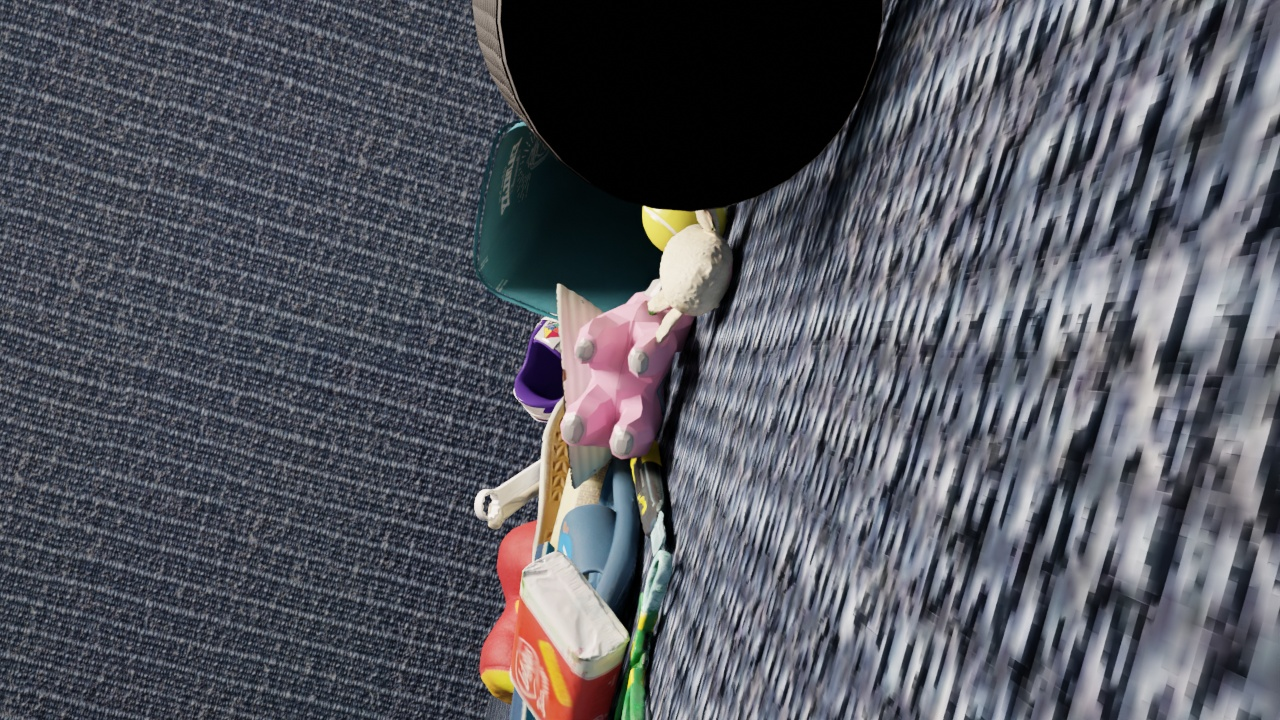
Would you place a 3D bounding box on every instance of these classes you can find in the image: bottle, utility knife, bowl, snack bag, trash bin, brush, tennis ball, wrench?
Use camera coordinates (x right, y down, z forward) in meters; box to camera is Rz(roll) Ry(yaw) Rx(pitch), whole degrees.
[{"bbox_3d":[-0.045,0.124,0.863,0.057,0.056,0.161,119,166,-68],"label":"bottle"},{"bbox_3d":[0.007,0.091,0.636,0.203,0.020,0.029,-108,32,-79],"label":"utility knife"},{"bbox_3d":[-0.031,0.020,0.793,0.177,0.071,0.177,173,93,-87],"label":"bowl"},{"bbox_3d":[-0.047,0.184,0.569,0.077,0.036,0.116,44,139,34],"label":"snack bag"},{"bbox_3d":[-0.023,-0.169,0.875,0.218,0.199,0.197,-70,0,-48],"label":"trash bin"},{"bbox_3d":[-0.096,0.125,1.017,0.271,0.077,0.062,-34,-56,-66],"label":"brush"},{"bbox_3d":[0.034,-0.111,0.700,0.065,0.065,0.065,-166,92,-85],"label":"tennis ball"},{"bbox_3d":[-0.089,0.104,0.970,0.272,0.009,0.047,-30,-66,-58],"label":"wrench"},{"bbox_3d":[0.011,-0.188,0.493,0.243,0.217,0.217,-103,29,-66],"label":"trash bin"}]

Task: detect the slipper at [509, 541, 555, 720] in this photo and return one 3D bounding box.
[{"bbox_3d":[-0.072,0.270,0.702,0.294,0.060,0.118,-88,11,-50],"label":"slipper"}]

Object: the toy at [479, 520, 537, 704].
[{"bbox_3d":[-0.124,0.278,1.051,0.148,0.098,0.215,127,155,-55],"label":"toy"}]

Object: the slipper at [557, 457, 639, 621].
[{"bbox_3d":[-0.037,0.150,0.702,0.213,0.059,0.104,-81,7,-64],"label":"slipper"}]

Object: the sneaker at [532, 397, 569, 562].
[{"bbox_3d":[-0.065,0.133,0.941,0.079,0.087,0.235,104,176,-63],"label":"sneaker"}]

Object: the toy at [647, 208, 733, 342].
[{"bbox_3d":[0.037,-0.065,0.619,0.087,0.050,0.112,-101,35,-69],"label":"toy"}]

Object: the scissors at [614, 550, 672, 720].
[{"bbox_3d":[0.001,0.162,0.518,0.125,0.011,0.131,-88,12,-72],"label":"scissors"}]

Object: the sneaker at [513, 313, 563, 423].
[{"bbox_3d":[-0.063,-0.039,1.001,0.244,0.092,0.111,-61,-22,5],"label":"sneaker"}]

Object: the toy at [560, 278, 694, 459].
[{"bbox_3d":[-0.004,0.004,0.695,0.157,0.067,0.123,-38,-41,-69],"label":"toy"}]
